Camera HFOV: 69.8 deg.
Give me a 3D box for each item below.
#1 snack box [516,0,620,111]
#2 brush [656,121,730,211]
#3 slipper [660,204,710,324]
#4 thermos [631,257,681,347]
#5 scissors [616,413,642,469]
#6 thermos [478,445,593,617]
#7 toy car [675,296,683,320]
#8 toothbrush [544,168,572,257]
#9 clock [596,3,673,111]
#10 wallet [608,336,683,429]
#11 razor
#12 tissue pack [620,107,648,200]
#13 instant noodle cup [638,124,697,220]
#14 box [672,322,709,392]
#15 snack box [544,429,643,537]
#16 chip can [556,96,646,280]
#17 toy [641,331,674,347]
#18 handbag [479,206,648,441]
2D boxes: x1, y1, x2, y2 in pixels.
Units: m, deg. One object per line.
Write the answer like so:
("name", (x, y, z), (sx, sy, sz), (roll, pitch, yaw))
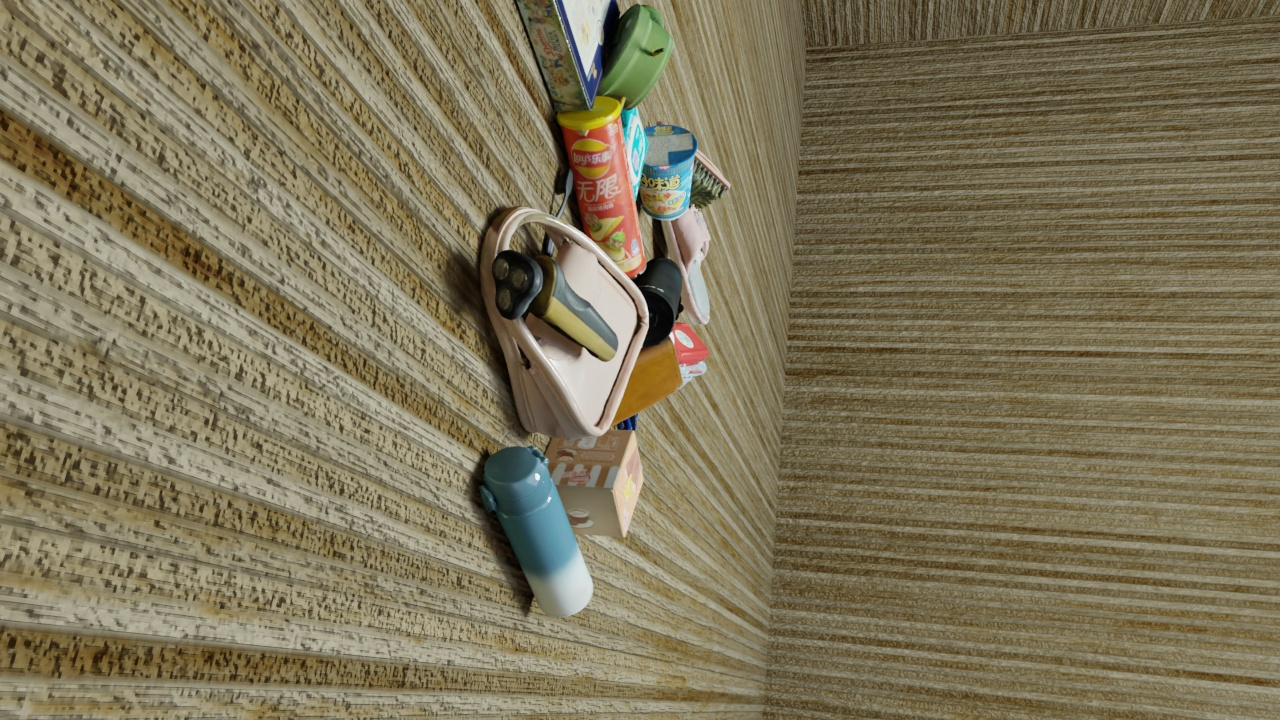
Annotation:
("snack box", (-0.077, -0.395, 0.982), (0.183, 0.046, 0.177), (71, 25, -52))
("brush", (0.067, -0.299, 1.396), (0.145, 0.063, 0.072), (40, 50, -21))
("slipper", (0.079, -0.192, 1.458), (0.114, 0.054, 0.274), (-10, 89, -72))
("thermos", (0.006, -0.080, 1.166), (0.242, 0.090, 0.068), (-74, 161, -74))
("scissors", (-0.013, 0.108, 1.319), (0.162, 0.012, 0.162), (17, 76, -76))
("thermos", (-0.102, 0.173, 0.915), (0.070, 0.070, 0.221), (-74, 158, -43))
("toy car", (0.049, -0.109, 1.474), (0.043, 0.036, 0.091), (-39, 125, -71))
("toothbrush", (-0.099, -0.129, 0.997), (0.014, 0.017, 0.188), (47, 49, -55))
("clock", (-0.014, -0.361, 1.091), (0.116, 0.056, 0.161), (-49, -153, 26))
("wallet", (-0.010, 0.035, 1.129), (0.035, 0.130, 0.119), (58, -9, 33))
("razor", (-0.074, -0.043, 0.848), (0.067, 0.062, 0.167), (-57, 140, -6))
("tissue pack", (-0.026, -0.269, 1.165), (0.093, 0.050, 0.133), (65, 30, -56))
("instant noodle cup", (0.034, -0.265, 1.321), (0.110, 0.099, 0.099), (86, 14, -50))
("box", (0.038, 0.000, 1.443), (0.095, 0.100, 0.200), (52, 14, 9))
("snack box", (-0.056, 0.134, 1.016), (0.094, 0.093, 0.077), (-70, 156, -50))
("chip can", (-0.041, -0.197, 1.079), (0.073, 0.073, 0.217), (-71, 157, -47))
("toy", (-0.007, 0.007, 1.217), (0.159, 0.054, 0.121), (-20, 137, -64))
("handbag", (-0.088, -0.051, 0.926), (0.234, 0.093, 0.192), (60, 38, -45))
